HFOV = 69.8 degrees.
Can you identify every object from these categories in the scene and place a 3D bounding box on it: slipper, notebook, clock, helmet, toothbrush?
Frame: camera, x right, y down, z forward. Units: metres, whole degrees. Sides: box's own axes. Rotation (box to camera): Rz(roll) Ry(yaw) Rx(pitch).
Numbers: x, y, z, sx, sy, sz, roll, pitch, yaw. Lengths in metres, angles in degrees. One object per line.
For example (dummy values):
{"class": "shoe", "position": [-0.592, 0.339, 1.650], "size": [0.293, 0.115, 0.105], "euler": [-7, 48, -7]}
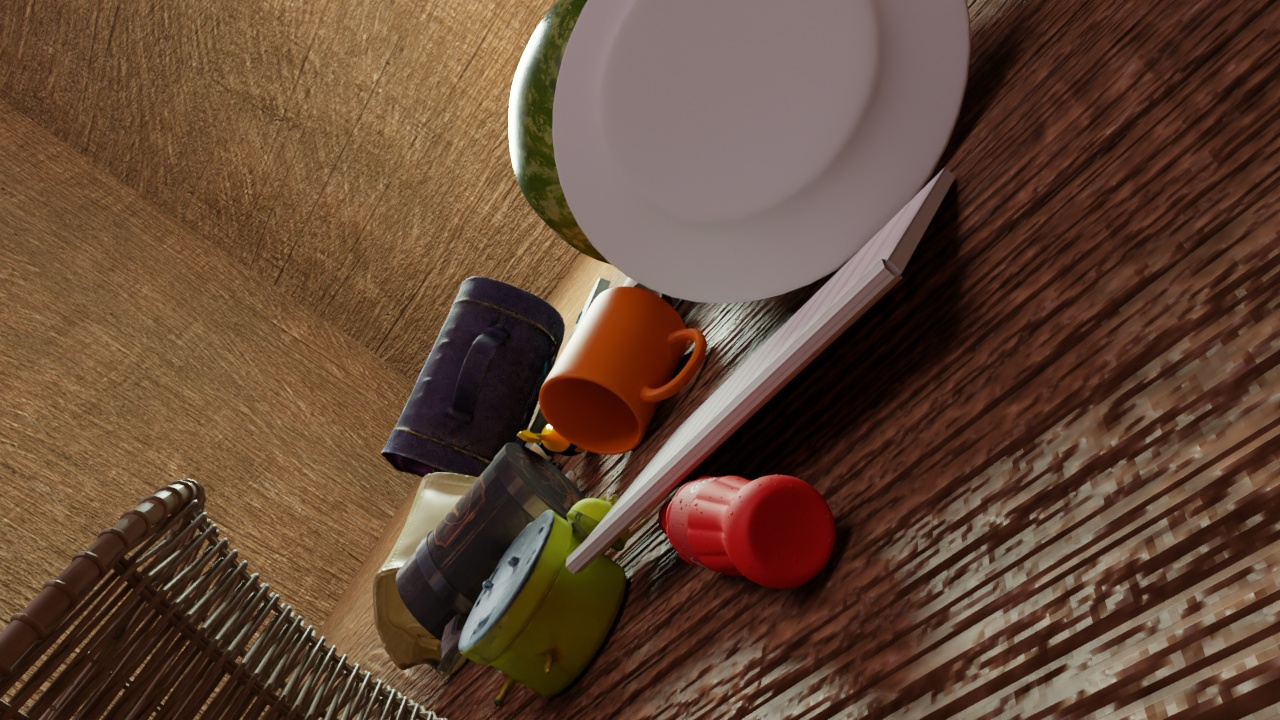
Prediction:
{"class": "slipper", "position": [-0.071, 0.031, 0.956], "size": [0.098, 0.055, 0.270], "euler": [-69, 6, -48]}
{"class": "notebook", "position": [0.054, 0.006, 0.421], "size": [0.210, 0.009, 0.142], "euler": [-48, -2, 35]}
{"class": "clock", "position": [-0.045, 0.114, 0.474], "size": [0.083, 0.057, 0.118], "euler": [-46, 13, 44]}
{"class": "helmet", "position": [0.016, -0.186, 0.683], "size": [0.244, 0.213, 0.246], "euler": [-36, 29, 22]}
{"class": "toothbrush", "position": [-0.063, 0.058, 0.693], "size": [0.031, 0.031, 0.196], "euler": [-57, -10, 1]}

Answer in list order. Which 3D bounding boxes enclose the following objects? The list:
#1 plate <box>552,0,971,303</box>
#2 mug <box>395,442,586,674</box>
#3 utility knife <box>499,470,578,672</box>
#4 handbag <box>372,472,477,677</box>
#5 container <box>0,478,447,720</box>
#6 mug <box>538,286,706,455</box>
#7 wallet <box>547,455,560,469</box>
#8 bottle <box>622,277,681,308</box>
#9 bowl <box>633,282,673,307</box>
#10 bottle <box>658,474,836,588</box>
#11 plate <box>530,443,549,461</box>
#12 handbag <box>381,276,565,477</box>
{"class": "plate", "position": [0.050, -0.152, 0.495], "size": [0.243, 0.242, 0.016], "euler": [-52, -27, 14]}
{"class": "mug", "position": [-0.087, 0.122, 0.559], "size": [0.107, 0.080, 0.115], "euler": [-48, 16, 6]}
{"class": "utility knife", "position": [-0.068, 0.140, 0.631], "size": [0.022, 0.015, 0.180], "euler": [-55, 10, 32]}
{"class": "handbag", "position": [-0.147, 0.162, 0.707], "size": [0.119, 0.081, 0.111], "euler": [-78, -6, -59]}
{"class": "container", "position": [-0.166, 0.194, 0.354], "size": [0.227, 0.196, 0.226], "euler": [-52, 10, 12]}
{"class": "mug", "position": [-0.004, 0.004, 0.643], "size": [0.113, 0.077, 0.095], "euler": [-12, 36, 36]}
{"class": "wallet", "position": [-0.124, 0.142, 0.855], "size": [0.119, 0.031, 0.099], "euler": [-55, 12, -19]}
{"class": "bottle", "position": [0.038, -0.102, 0.840], "size": [0.146, 0.051, 0.051], "euler": [-54, 9, 0]}
{"class": "bowl", "position": [-0.005, -0.014, 0.774], "size": [0.118, 0.030, 0.117], "euler": [-48, 23, 28]}
{"class": "bottle", "position": [0.031, 0.062, 0.347], "size": [0.036, 0.036, 0.119], "euler": [-57, 9, -15]}
{"class": "plate", "position": [-0.083, 0.115, 0.693], "size": [0.104, 0.026, 0.104], "euler": [37, -112, -89]}
{"class": "handbag", "position": [-0.172, 0.037, 0.970], "size": [0.222, 0.125, 0.204], "euler": [115, 175, -67]}
